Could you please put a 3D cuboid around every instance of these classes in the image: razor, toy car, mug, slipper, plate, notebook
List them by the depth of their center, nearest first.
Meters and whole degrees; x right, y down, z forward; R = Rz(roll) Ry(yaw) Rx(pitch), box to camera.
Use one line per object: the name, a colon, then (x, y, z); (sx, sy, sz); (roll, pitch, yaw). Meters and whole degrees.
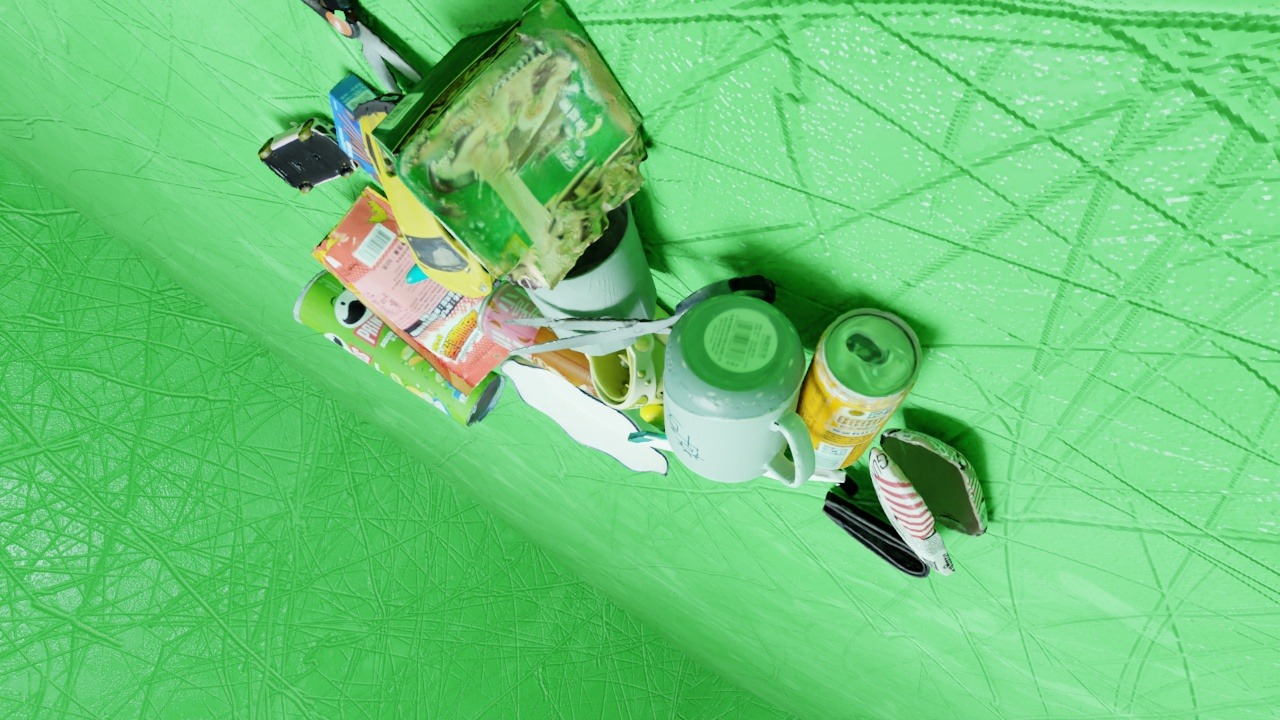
mug: (0.064, 0.026, 0.555); (0.111, 0.082, 0.106); (48, 161, 23)
mug: (-0.046, -0.075, 0.608); (0.124, 0.083, 0.103); (55, 175, 29)
toy car: (-0.139, -0.106, 0.618); (0.071, 0.041, 0.156); (10, 131, 33)
slipper: (-0.004, 0.004, 0.714); (0.190, 0.081, 0.092); (44, 158, -21)
notebook: (0.067, 0.079, 0.757); (0.150, 0.012, 0.209); (13, 174, -3)
razor: (-0.164, -0.088, 0.794); (0.133, 0.028, 0.043); (-15, 134, 44)
toy car: (-0.285, -0.180, 0.796); (0.123, 0.037, 0.056); (-4, 144, 43)
plate: (-0.050, 0.048, 0.964); (0.205, 0.045, 0.205); (29, 162, 10)

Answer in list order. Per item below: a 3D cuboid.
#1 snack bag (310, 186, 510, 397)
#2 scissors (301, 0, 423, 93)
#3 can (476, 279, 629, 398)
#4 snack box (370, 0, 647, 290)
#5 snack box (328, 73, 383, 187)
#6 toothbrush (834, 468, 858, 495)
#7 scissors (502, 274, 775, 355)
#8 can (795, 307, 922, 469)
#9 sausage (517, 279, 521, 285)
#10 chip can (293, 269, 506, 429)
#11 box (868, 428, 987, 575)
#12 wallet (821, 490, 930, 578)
snack bag: (-0.207, -0.065, 0.880); (0.208, 0.073, 0.129); (41, 122, -17)
scissors: (-0.194, -0.223, 0.548); (0.221, 0.021, 0.224); (33, 162, 3)
can: (-0.070, -0.017, 0.807); (0.147, 0.057, 0.058); (27, 161, 19)
snack box: (-0.080, -0.117, 0.501); (0.106, 0.118, 0.117); (29, 165, 47)
snack box: (-0.164, -0.134, 0.685); (0.157, 0.026, 0.085); (43, 162, -1)
toothbrush: (0.114, 0.045, 0.711); (0.212, 0.026, 0.027); (44, -171, -33)
scissors: (0.007, -0.023, 0.585); (0.172, 0.014, 0.159); (-27, 146, 35)
can: (0.128, 0.022, 0.570); (0.058, 0.058, 0.146); (30, 162, 12)
sausage: (-0.098, -0.096, 0.714); (0.020, 0.020, 0.156); (29, 161, 13)
chip can: (-0.265, -0.014, 1.015); (0.236, 0.072, 0.072); (31, 162, 7)
box: (0.191, 0.106, 0.643); (0.074, 0.079, 0.163); (27, 168, 34)
wallet: (0.195, 0.143, 0.769); (0.096, 0.020, 0.122); (34, -176, 13)
